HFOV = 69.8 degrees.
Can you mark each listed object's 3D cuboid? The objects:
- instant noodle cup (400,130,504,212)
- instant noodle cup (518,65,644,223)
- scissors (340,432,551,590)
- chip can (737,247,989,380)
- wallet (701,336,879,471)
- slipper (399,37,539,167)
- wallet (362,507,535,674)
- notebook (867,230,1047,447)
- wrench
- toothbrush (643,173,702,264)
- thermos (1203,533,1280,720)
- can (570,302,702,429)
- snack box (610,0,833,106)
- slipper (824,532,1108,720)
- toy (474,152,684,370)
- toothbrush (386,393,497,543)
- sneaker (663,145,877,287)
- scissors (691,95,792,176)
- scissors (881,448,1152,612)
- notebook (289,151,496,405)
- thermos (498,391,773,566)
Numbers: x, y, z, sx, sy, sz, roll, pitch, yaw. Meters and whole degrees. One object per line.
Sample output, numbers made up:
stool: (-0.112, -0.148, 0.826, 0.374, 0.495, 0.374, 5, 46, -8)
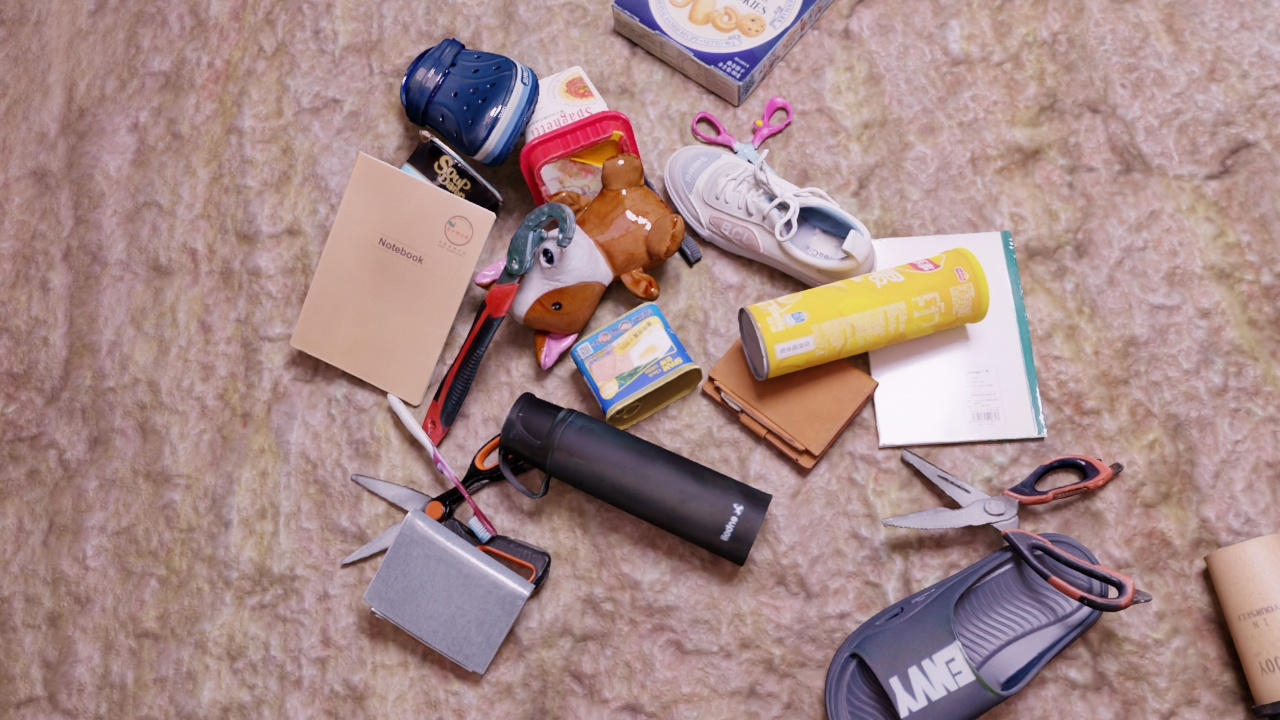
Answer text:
instant noodle cup: (-0.218, -0.152, 0.934, 0.111, 0.111, 0.120, 40, 88, 18)
instant noodle cup: (-0.070, -0.224, 0.937, 0.116, 0.117, 0.124, -22, 58, -1)
scissors: (-0.170, 0.141, 0.865, 0.221, 0.022, 0.232, 38, 78, 23)
chip can: (0.199, -0.041, 0.825, 0.213, 0.072, 0.072, -16, 69, -6)
wallet: (0.137, 0.024, 0.856, 0.132, 0.031, 0.107, 37, 80, 22)
slipper: (-0.189, -0.276, 0.925, 0.253, 0.095, 0.105, 38, 102, 49)
wallet: (-0.171, 0.207, 0.812, 0.130, 0.037, 0.107, 31, 101, 6)
notebook: (0.288, -0.024, 0.864, 0.150, 0.012, 0.208, -4, 70, 6)
wrench: (-0.140, -0.031, 0.853, 0.056, 0.016, 0.274, 47, 114, 32)
toothbrush: (0.015, -0.176, 0.956, 0.017, 0.014, 0.189, -24, 68, -12)
thermos: (0.504, 0.213, 0.714, 0.093, 0.093, 0.143, -13, 62, 3)
can: (-0.005, 0.005, 0.871, 0.102, 0.057, 0.083, -29, 67, -4)
snack box: (0.093, -0.395, 1.006, 0.178, 0.046, 0.182, 37, 80, 17)
slipper: (0.266, 0.225, 0.743, 0.268, 0.083, 0.110, -32, 68, -6)
toy: (-0.054, -0.097, 0.885, 0.199, 0.130, 0.140, -36, 75, 4)
toothbrush: (-0.192, 0.099, 0.867, 0.017, 0.016, 0.187, -43, 66, 1)
sneaker: (0.117, -0.145, 0.882, 0.242, 0.091, 0.089, 34, 83, 21)
scissors: (0.106, -0.225, 0.961, 0.135, 0.017, 0.133, 25, 79, 13)
scissors: (0.318, 0.134, 0.774, 0.223, 0.015, 0.188, -11, 46, -3)
notebook: (-0.244, -0.077, 0.893, 0.148, 0.008, 0.208, 25, 103, 2)
thermos: (-0.010, 0.112, 0.822, 0.242, 0.068, 0.090, 22, 98, 11)
